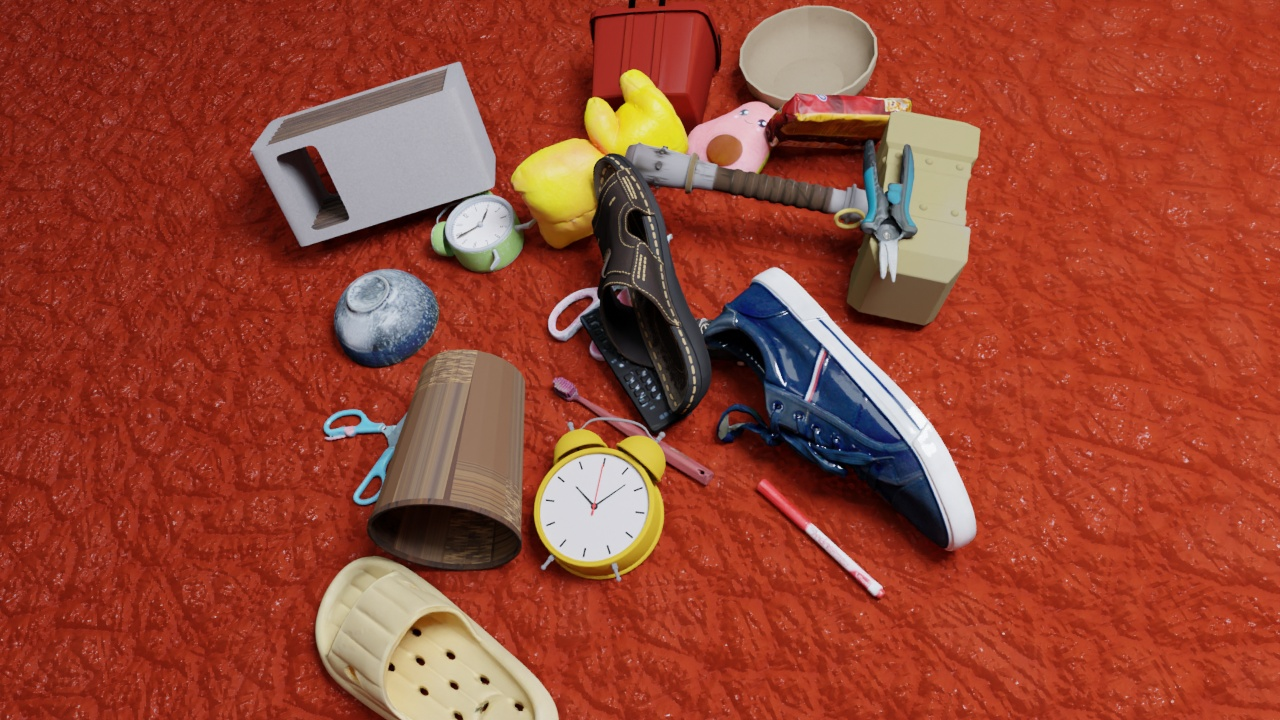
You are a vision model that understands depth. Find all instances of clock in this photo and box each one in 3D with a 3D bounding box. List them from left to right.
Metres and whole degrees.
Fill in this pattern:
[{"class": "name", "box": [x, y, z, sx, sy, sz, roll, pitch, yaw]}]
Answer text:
[{"class": "clock", "box": [-0.178, -0.143, 1.018, 0.119, 0.042, 0.094, 31, 70, 26]}, {"class": "clock", "box": [-0.035, 0.122, 0.827, 0.114, 0.052, 0.151, 5, 65, 15]}]

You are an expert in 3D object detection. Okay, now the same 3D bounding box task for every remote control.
[{"class": "remote control", "box": [-0.005, 0.005, 0.899, 0.047, 0.022, 0.150, -28, 63, -10]}]

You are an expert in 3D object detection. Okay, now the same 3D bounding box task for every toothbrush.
[{"class": "toothbrush", "box": [-0.011, 0.064, 0.875, 0.190, 0.016, 0.016, 30, 70, 26]}]

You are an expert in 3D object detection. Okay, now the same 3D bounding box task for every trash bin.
[{"class": "trash bin", "box": [-0.291, -0.233, 1.030, 0.229, 0.114, 0.114, -17, 32, 2]}]

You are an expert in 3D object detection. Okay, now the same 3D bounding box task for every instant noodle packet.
[{"class": "instant noodle packet", "box": [0.203, -0.247, 0.951, 0.135, 0.098, 0.039, -1, 89, -9]}]

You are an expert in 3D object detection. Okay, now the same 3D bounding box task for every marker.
[{"class": "marker", "box": [0.154, 0.153, 0.791, 0.012, 0.013, 0.142, -40, 60, -12]}]

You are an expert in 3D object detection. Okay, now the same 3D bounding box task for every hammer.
[{"class": "hammer", "box": [0.144, -0.164, 0.891, 0.325, 0.101, 0.189, 13, 63, 6]}]

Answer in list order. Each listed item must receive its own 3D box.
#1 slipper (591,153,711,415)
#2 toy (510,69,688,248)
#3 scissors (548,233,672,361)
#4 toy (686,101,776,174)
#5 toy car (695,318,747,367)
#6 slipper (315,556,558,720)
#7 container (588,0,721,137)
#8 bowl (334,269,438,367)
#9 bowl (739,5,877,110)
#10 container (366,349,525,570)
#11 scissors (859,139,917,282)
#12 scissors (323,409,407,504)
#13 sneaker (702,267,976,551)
[{"class": "slipper", "box": [-0.008, -0.072, 0.860, 0.075, 0.113, 0.267, -10, 69, -22]}, {"class": "toy", "box": [-0.033, -0.201, 0.967, 0.193, 0.134, 0.087, -39, 57, -6]}, {"class": "scissors", "box": [-0.032, -0.083, 0.968, 0.103, 0.016, 0.178, 17, 66, 19]}, {"class": "toy", "box": [0.107, -0.241, 1.009, 0.090, 0.051, 0.109, 37, 71, 22]}, {"class": "toy car", "box": [0.077, -0.021, 0.894, 0.092, 0.037, 0.040, 6, 61, 15]}, {"class": "slipper", "box": [-0.186, 0.254, 0.768, 0.261, 0.079, 0.111, 27, 72, 24]}, {"class": "container", "box": [0.017, -0.366, 1.058, 0.148, 0.127, 0.200, 2, 70, 14]}, {"class": "bowl", "box": [-0.280, -0.055, 0.979, 0.114, 0.061, 0.114, -6, 60, 10]}, {"class": "bowl", "box": [0.191, -0.332, 1.045, 0.152, 0.050, 0.152, -5, 59, 9]}, {"class": "container", "box": [-0.164, 0.086, 0.836, 0.132, 0.132, 0.167, -4, 53, 10]}, {"class": "scissors", "box": [0.224, -0.138, 0.808, 0.141, 0.019, 0.127, -38, 69, -16]}, {"class": "scissors", "box": [-0.262, 0.087, 0.919, 0.135, 0.015, 0.133, -5, 60, 16]}, {"class": "sneaker", "box": [0.154, 0.059, 0.790, 0.127, 0.121, 0.294, -35, 66, -9]}]
